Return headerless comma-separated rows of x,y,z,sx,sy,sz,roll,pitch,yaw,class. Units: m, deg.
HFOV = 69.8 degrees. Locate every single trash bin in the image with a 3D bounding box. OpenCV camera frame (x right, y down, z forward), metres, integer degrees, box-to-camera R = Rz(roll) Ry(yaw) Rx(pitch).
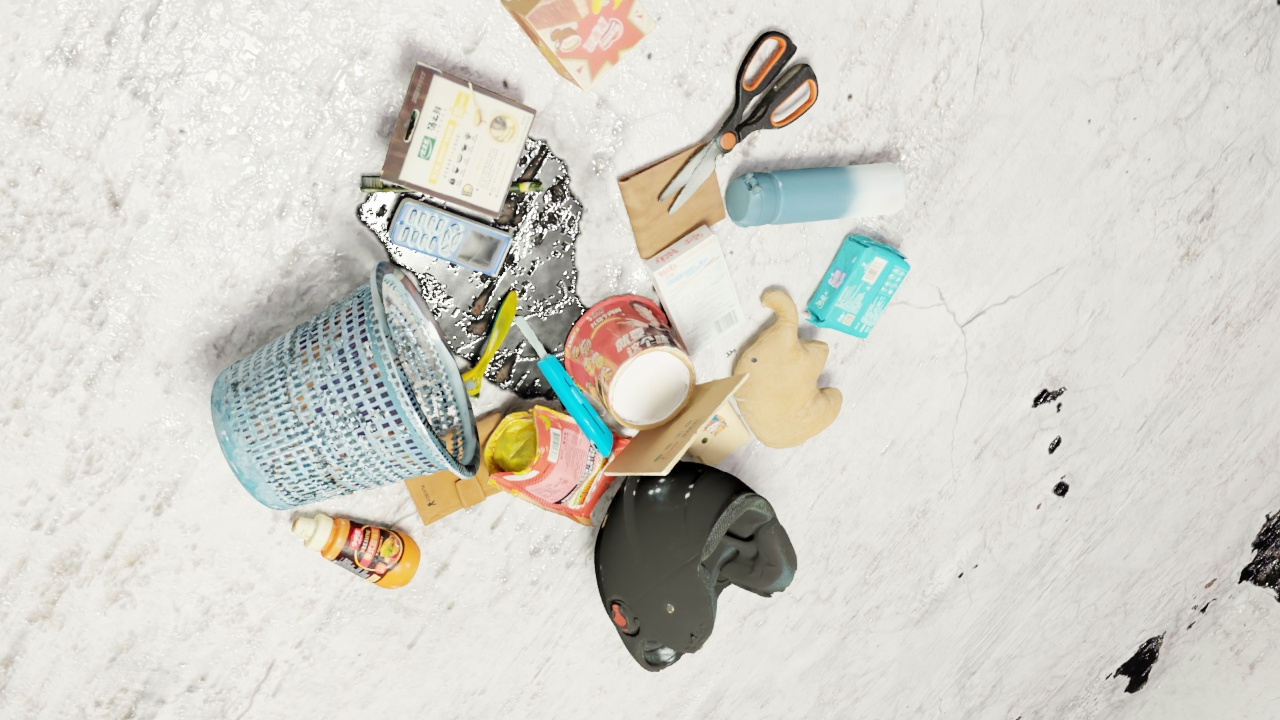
-0.290,0.042,0.893,0.195,0.226,0.227,-21,127,1,trash bin

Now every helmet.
0.050,0.257,1.171,0.232,0.230,0.275,-10,132,-51,helmet

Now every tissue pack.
0.279,-0.092,1.186,0.093,0.050,0.134,17,110,-35,tissue pack

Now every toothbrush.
-0.186,-0.177,0.922,0.185,0.012,0.017,-5,110,-24,toothbrush

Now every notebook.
0.036,0.077,1.058,0.008,0.208,0.147,45,71,-9,notebook

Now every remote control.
-0.193,-0.126,0.941,0.124,0.024,0.049,17,110,-32,remote control

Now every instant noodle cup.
-0.006,0.006,1.063,0.137,0.108,0.138,-12,123,-20,instant noodle cup

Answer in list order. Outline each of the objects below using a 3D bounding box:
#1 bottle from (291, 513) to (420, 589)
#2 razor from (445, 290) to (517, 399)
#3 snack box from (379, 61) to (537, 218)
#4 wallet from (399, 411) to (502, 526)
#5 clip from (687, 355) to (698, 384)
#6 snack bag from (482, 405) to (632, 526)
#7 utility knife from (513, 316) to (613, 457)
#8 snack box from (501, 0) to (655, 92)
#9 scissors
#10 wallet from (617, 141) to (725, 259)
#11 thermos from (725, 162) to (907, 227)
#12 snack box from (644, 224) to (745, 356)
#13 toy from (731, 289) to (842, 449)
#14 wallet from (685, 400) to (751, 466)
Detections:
-0.330,0.214,1.058,0.149,0.066,0.067,30,102,-30,bottle
-0.169,-0.018,1.020,0.043,0.028,0.133,23,105,-31,razor
-0.176,-0.209,0.874,0.125,0.053,0.113,16,103,-30,snack box
-0.212,0.128,1.083,0.131,0.031,0.108,-22,124,-13,wallet
0.058,0.020,1.162,0.024,0.026,0.056,-27,118,-15,clip
-0.090,0.127,1.112,0.207,0.073,0.128,30,91,-52,snack bag
-0.089,0.028,1.063,0.018,0.034,0.203,-18,117,33,utility knife
-0.058,-0.324,0.857,0.093,0.077,0.094,-43,129,2,snack box
0.093,-0.263,1.003,0.233,0.021,0.161,-27,121,-10,scissors
0.037,-0.180,1.031,0.115,0.020,0.101,-27,127,-14,wallet
0.206,-0.195,1.080,0.220,0.070,0.070,-9,122,-21,thermos
0.068,-0.079,1.087,0.084,0.027,0.157,-33,136,-5,snack box
0.182,0.020,1.191,0.143,0.082,0.226,-31,124,-11,toy
0.091,0.092,1.219,0.087,0.024,0.115,-37,129,-1,wallet
